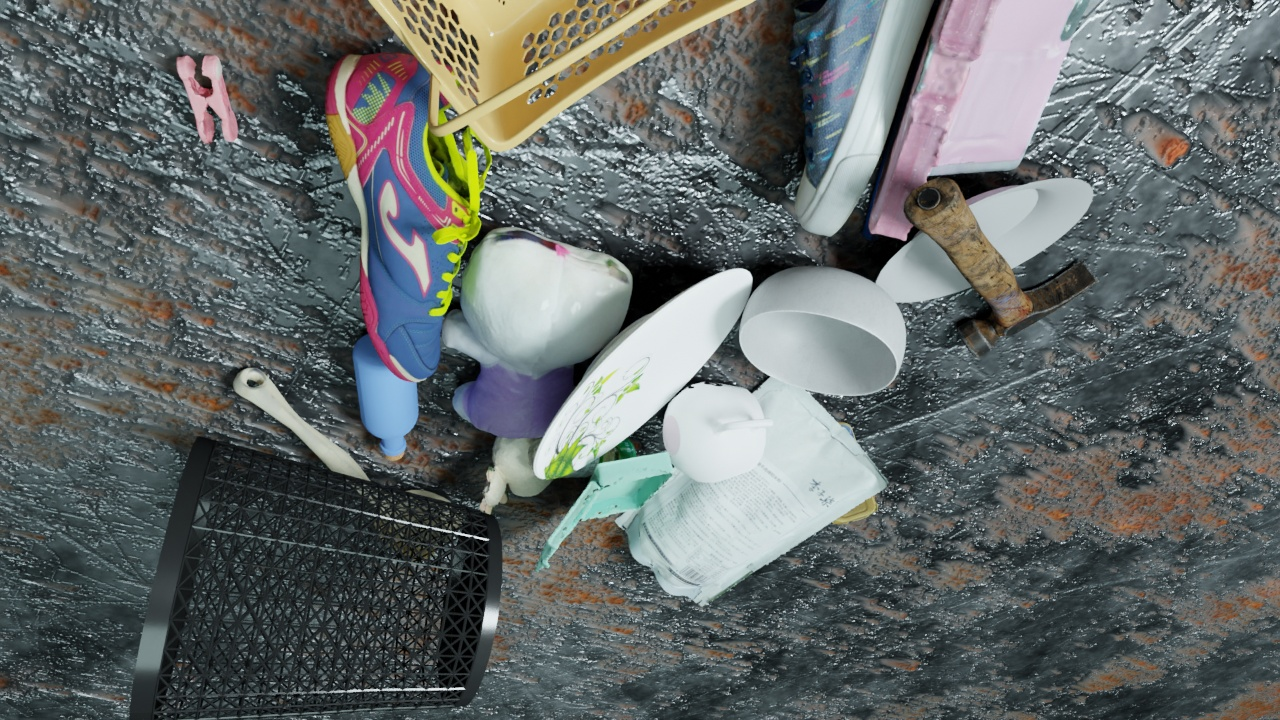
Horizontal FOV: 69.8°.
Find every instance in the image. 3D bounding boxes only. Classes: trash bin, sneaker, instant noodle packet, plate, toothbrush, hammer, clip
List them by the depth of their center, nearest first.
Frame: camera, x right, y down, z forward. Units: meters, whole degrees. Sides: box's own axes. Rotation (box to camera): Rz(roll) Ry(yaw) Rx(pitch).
[{"bbox_3d":[-0.280,-0.165,0.580,0.041,0.023,0.060,4,128,-8],"label":"clip"},{"bbox_3d":[0.132,-0.194,0.601,0.079,0.087,0.236,14,128,2],"label":"sneaker"},{"bbox_3d":[-0.145,-0.083,0.619,0.091,0.116,0.242,1,129,1],"label":"sneaker"},{"bbox_3d":[0.192,-0.166,0.673,0.016,0.017,0.190,-6,136,-11],"label":"toothbrush"},{"bbox_3d":[0.265,-0.074,0.688,0.120,0.033,0.330,-36,154,20],"label":"hammer"},{"bbox_3d":[0.266,-0.098,0.724,0.172,0.019,0.173,-16,159,-6],"label":"plate"},{"bbox_3d":[-0.004,0.004,0.726,0.229,0.030,0.230,-40,164,-14],"label":"plate"},{"bbox_3d":[-0.254,0.190,0.751,0.243,0.216,0.218,12,131,-20],"label":"trash bin"},{"bbox_3d":[0.100,0.137,0.913,0.147,0.057,0.270,45,121,-1],"label":"instant noodle packet"}]

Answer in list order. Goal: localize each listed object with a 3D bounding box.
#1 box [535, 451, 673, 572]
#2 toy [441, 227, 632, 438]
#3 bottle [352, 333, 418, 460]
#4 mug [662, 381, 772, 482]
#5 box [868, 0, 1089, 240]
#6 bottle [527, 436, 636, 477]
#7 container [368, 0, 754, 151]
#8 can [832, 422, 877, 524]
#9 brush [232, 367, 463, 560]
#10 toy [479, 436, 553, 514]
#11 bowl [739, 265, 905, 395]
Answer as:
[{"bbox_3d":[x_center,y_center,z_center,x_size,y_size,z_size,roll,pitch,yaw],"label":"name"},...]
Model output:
[{"bbox_3d":[-0.044,0.139,0.850,0.137,0.056,0.187,-25,166,-18],"label":"box"},{"bbox_3d":[-0.088,-0.012,0.729,0.137,0.085,0.210,4,139,-14],"label":"toy"},{"bbox_3d":[-0.213,0.037,0.775,0.048,0.048,0.131,-1,135,-11],"label":"bottle"},{"bbox_3d":[0.069,0.062,0.813,0.076,0.090,0.124,-3,172,-24],"label":"mug"},{"bbox_3d":[0.218,-0.205,0.590,0.172,0.075,0.234,-31,146,-32],"label":"box"},{"bbox_3d":[-0.053,0.088,0.838,0.109,0.042,0.043,8,137,-49],"label":"bottle"},{"bbox_3d":[-0.040,-0.205,0.481,0.184,0.166,0.129,-26,134,16],"label":"container"},{"bbox_3d":[0.203,0.117,0.931,0.054,0.059,0.100,-21,136,9],"label":"can"},{"bbox_3d":[-0.262,0.097,0.829,0.077,0.062,0.272,-29,129,12],"label":"brush"},{"bbox_3d":[-0.108,0.094,0.850,0.112,0.050,0.087,-29,138,-13],"label":"toy"},{"bbox_3d":[0.151,-0.031,0.750,0.132,0.064,0.132,16,155,8],"label":"bowl"}]
